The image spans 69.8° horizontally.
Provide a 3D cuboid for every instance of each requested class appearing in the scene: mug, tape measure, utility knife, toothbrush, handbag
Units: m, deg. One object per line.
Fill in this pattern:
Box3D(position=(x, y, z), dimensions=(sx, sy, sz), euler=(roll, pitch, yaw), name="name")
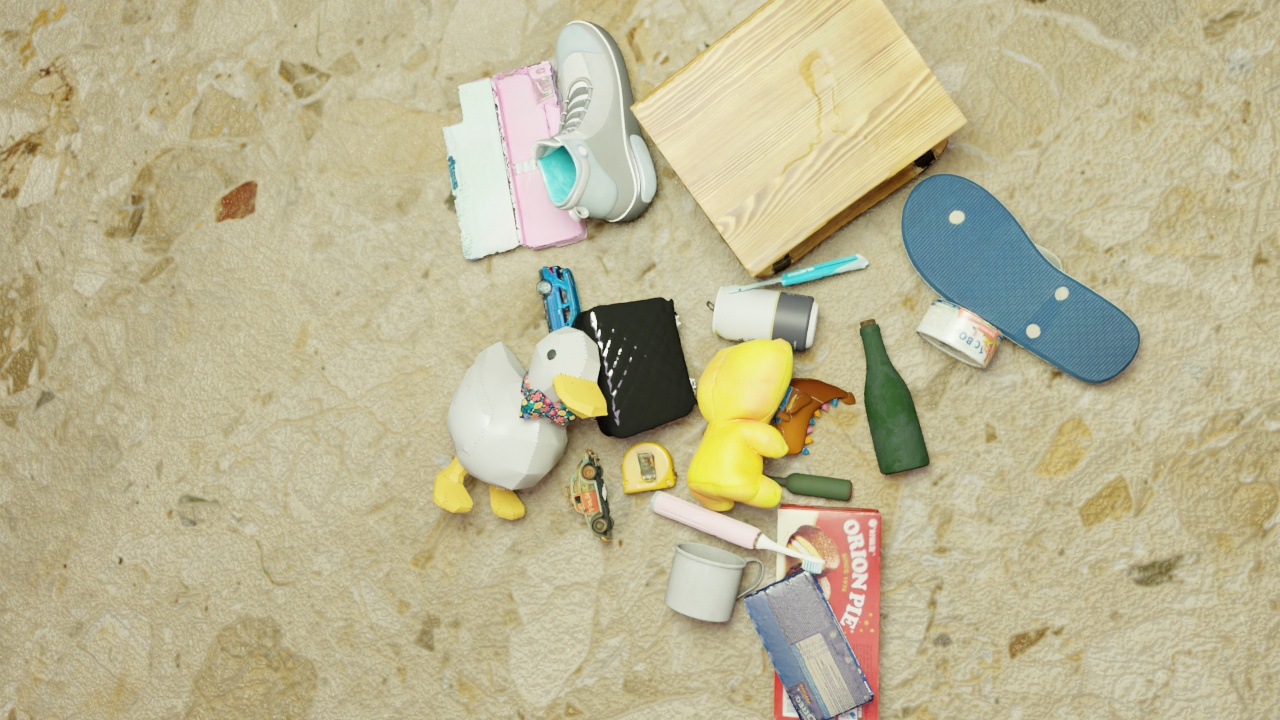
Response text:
Box3D(position=(0.086, 0.254, 1.050), dimensions=(0.113, 0.084, 0.070), euler=(13, 91, -20), name="mug")
Box3D(position=(0.010, 0.126, 1.095), dimensions=(0.068, 0.030, 0.059), euler=(-10, 86, 11), name="tape measure")
Box3D(position=(0.181, -0.095, 1.053), dimensions=(0.168, 0.015, 0.022), euler=(-15, 41, -10), name="utility knife")
Box3D(position=(0.105, 0.192, 1.029), dimensions=(0.223, 0.027, 0.026), euler=(16, 95, 36), name="toothbrush")
Box3D(position=(-0.007, 0.006, 1.082), dimensions=(0.125, 0.115, 0.153), euler=(-14, 89, -16), name="handbag")

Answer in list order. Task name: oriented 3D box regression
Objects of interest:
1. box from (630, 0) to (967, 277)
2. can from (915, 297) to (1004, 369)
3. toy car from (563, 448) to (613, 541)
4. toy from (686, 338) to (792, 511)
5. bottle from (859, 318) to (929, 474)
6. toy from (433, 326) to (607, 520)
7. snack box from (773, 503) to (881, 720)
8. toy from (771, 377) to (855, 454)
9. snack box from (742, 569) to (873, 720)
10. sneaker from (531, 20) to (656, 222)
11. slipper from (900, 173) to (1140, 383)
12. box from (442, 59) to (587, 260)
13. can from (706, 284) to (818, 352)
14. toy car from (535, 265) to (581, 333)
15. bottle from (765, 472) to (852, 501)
Box3D(position=(0.177, -0.258, 1.033), dimensions=(0.279, 0.176, 0.247), euler=(-36, 90, 7), name="box")
Box3D(position=(0.349, -0.029, 1.005), dimensions=(0.086, 0.086, 0.043), euler=(32, 93, 12), name="can")
Box3D(position=(-0.064, 0.164, 1.098), dimensions=(0.047, 0.047, 0.112), euler=(-14, 82, 10), name="toy car")
Box3D(position=(0.101, 0.070, 1.025), dimensions=(0.087, 0.135, 0.193), euler=(17, 77, -29), name="toy")
Box3D(position=(0.276, 0.038, 1.032), dimensions=(0.055, 0.055, 0.174), euler=(-14, 82, 11), name="bottle")
Box3D(position=(-0.140, 0.059, 1.059), dimensions=(0.268, 0.140, 0.246), euler=(-60, 38, 20), name="toy")
Box3D(position=(0.209, 0.281, 1.025), dimensions=(0.113, 0.060, 0.236), euler=(1, 86, 14), name="snack box")
Box3D(position=(0.196, 0.066, 1.058), dimensions=(0.103, 0.070, 0.090), euler=(5, 100, -10), name="toy")
Box3D(position=(0.179, 0.307, 0.984), dimensions=(0.082, 0.027, 0.150), euler=(-27, 79, 12), name="snack box")
Box3D(position=(-0.078, -0.285, 1.071), dimensions=(0.093, 0.160, 0.256), euler=(-19, 84, 36), name="sneaker")
Box3D(position=(0.408, -0.086, 1.012), dimensions=(0.295, 0.060, 0.118), euler=(40, 98, 9), name="slipper")
Box3D(position=(-0.163, -0.247, 1.155), dimensions=(0.159, 0.035, 0.230), euler=(-12, 84, 12), name="box")
Box3D(position=(0.138, -0.051, 1.061), dimensions=(0.127, 0.064, 0.064), euler=(10, 88, 12), name="can")
Box3D(position=(-0.096, -0.058, 1.117), dimensions=(0.044, 0.056, 0.120), euler=(-10, 82, 10), name="toy car")
Box3D(position=(0.189, 0.143, 1.057), dimensions=(0.106, 0.025, 0.025), euler=(6, 87, 12), name="bottle")
